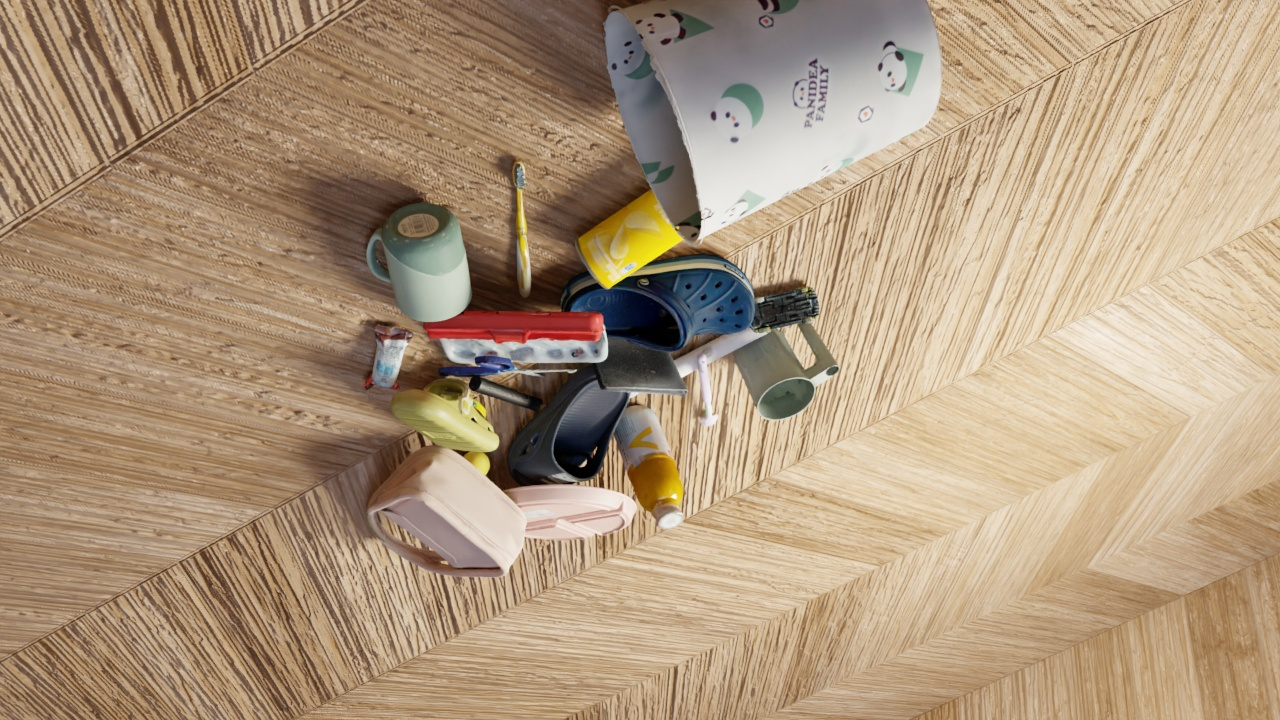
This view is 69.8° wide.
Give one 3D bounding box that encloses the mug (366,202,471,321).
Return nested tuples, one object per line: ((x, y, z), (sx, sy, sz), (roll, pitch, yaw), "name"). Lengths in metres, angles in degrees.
((-0.241, -0.109, 0.981), (0.112, 0.082, 0.106), (11, 138, 10), "mug")

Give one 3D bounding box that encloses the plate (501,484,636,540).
((-0.120, 0.228, 1.352), (0.229, 0.028, 0.230), (0, 155, 0), "plate")

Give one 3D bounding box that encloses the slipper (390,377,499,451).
((-0.235, 0.061, 1.146), (0.092, 0.081, 0.190), (8, 163, 21), "slipper")

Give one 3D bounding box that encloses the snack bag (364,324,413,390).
((-0.304, 0.000, 1.103), (0.045, 0.026, 0.106), (10, 130, -18), "snack bag")

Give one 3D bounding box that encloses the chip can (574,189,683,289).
((0.031, -0.165, 1.028), (0.214, 0.072, 0.072), (-31, 137, 13), "chip can")

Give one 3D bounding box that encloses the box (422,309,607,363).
((-0.141, -0.031, 1.073), (0.201, 0.060, 0.161), (1, 167, 1), "box")

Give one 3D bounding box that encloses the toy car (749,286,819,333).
((0.186, -0.067, 1.214), (0.105, 0.031, 0.049), (-13, 93, -13), "toy car")

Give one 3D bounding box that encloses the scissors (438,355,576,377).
((-0.168, 0.011, 1.136), (0.176, 0.012, 0.162), (-1, 171, 2), "scissors")

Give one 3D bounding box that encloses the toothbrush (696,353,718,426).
((0.091, 0.042, 1.285), (0.029, 0.021, 0.189), (-18, 148, -3), "toothbrush")

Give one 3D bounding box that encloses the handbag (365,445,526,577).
((-0.291, 0.228, 1.273), (0.235, 0.093, 0.193), (-25, 120, 38), "handbag")

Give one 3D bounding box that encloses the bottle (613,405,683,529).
((0.014, 0.146, 1.260), (0.068, 0.189, 0.068), (-11, 137, -11), "bottle")

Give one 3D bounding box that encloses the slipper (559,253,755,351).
((0.030, -0.064, 1.121), (0.252, 0.095, 0.105), (-1, 137, -16), "slipper")

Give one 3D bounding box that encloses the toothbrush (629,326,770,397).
((0.074, -0.001, 1.253), (0.221, 0.026, 0.026), (-27, 157, 8), "toothbrush")

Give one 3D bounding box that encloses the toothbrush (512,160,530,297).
((-0.132, -0.140, 1.029), (0.016, 0.018, 0.192), (-8, 137, -12), "toothbrush")

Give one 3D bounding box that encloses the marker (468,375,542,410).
((-0.172, 0.044, 1.182), (0.022, 0.020, 0.132), (-12, 160, 27), "marker")

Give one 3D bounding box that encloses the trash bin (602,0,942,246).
((0.123, -0.259, 0.863), (0.252, 0.229, 0.230), (-22, 139, -6), "trash bin")

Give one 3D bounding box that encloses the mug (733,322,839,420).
((0.197, 0.007, 1.252), (0.124, 0.103, 0.083), (-34, 137, 13), "mug")

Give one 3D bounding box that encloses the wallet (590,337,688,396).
((-0.007, 0.007, 1.175), (0.120, 0.097, 0.019), (4, 129, -25), "wallet")

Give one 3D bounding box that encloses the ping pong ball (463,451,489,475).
((-0.230, 0.145, 1.275), (0.040, 0.040, 0.040), (-11, 138, -11), "ping pong ball")

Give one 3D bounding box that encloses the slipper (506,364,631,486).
((-0.098, 0.113, 1.245), (0.110, 0.083, 0.269), (15, 132, -28), "slipper")
